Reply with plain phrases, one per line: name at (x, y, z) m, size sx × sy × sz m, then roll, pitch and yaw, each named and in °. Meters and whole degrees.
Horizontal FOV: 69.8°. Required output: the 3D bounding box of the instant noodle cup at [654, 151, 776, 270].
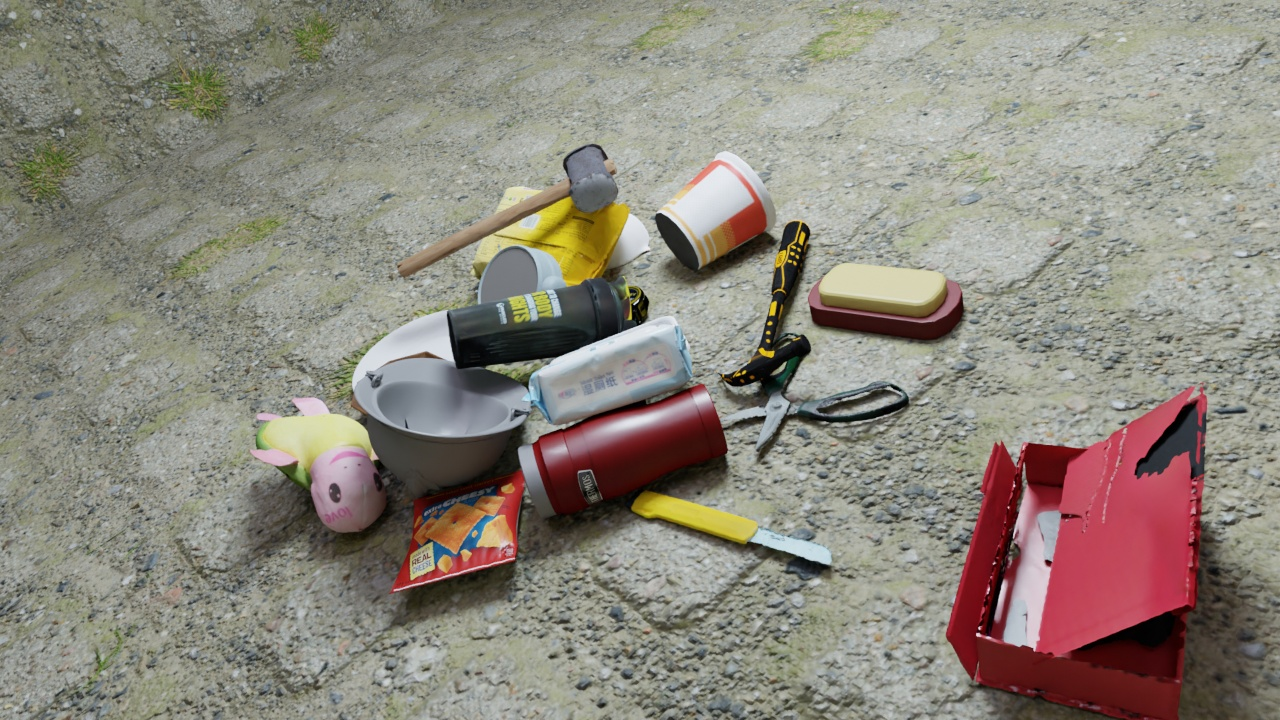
instant noodle cup at (0.096, -0.194, 1.236) m, size 0.121 × 0.123 × 0.123 m, roll -37°, pitch 38°, yaw -11°

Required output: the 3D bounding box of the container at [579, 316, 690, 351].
container at (-0.006, 0.006, 1.065) m, size 0.129 × 0.049 × 0.080 m, roll -21°, pitch 35°, yaw -2°

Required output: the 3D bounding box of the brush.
brush at (0.274, -0.073, 1.041) m, size 0.174 × 0.042 × 0.082 m, roll 11°, pitch 45°, yaw 37°

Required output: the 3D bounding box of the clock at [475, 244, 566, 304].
clock at (-0.153, -0.085, 1.210) m, size 0.159 × 0.045 × 0.123 m, roll 38°, pitch 105°, yaw 39°

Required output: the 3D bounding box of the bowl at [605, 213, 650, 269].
bowl at (-0.048, -0.184, 1.342) m, size 0.115 × 0.051 × 0.114 m, roll -13°, pitch 35°, yaw 9°

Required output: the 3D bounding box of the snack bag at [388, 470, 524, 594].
snack bag at (-0.181, 0.173, 0.935) m, size 0.131 × 0.039 × 0.143 m, roll -16°, pitch 29°, yaw 7°

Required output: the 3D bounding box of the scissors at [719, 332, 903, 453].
scissors at (0.186, 0.033, 0.967) m, size 0.205 × 0.015 × 0.201 m, roll 3°, pitch 41°, yaw 27°

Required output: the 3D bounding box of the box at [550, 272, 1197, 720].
box at (0.191, 0.080, 0.716) m, size 0.478 × 0.172 × 0.213 m, roll 33°, pitch 50°, yaw 4°

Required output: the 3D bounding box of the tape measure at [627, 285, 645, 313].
tape measure at (-0.019, -0.068, 1.187) m, size 0.062 × 0.034 × 0.061 m, roll 4°, pitch 44°, yaw 29°

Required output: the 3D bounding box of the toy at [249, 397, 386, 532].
toy at (-0.363, 0.110, 1.061) m, size 0.189 × 0.088 × 0.238 m, roll 0°, pitch 26°, yaw -47°

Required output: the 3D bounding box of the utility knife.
utility knife at (0.077, 0.154, 0.853) m, size 0.225 × 0.019 × 0.030 m, roll 8°, pitch 48°, yaw 40°

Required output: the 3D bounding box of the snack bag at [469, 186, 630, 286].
snack bag at (-0.133, -0.169, 1.300) m, size 0.248 × 0.068 × 0.159 m, roll 15°, pitch 74°, yaw 40°

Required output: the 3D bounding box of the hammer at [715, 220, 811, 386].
hammer at (0.164, -0.078, 1.096) m, size 0.124 × 0.036 × 0.319 m, roll -28°, pitch 23°, yaw 33°

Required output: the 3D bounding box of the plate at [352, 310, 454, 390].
plate at (-0.291, -0.003, 1.247) m, size 0.209 × 0.015 × 0.208 m, roll -13°, pitch 35°, yaw 9°

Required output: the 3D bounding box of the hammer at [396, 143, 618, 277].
hammer at (-0.182, -0.192, 1.239) m, size 0.329 × 0.052 × 0.098 m, roll -24°, pitch 40°, yaw 8°

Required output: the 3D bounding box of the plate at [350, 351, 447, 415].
plate at (-0.297, 0.037, 1.152) m, size 0.131 × 0.025 × 0.131 m, roll -12°, pitch 33°, yaw 8°

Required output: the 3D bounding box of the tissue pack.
tissue pack at (-0.035, 0.014, 0.961) m, size 0.182 × 0.070 × 0.112 m, roll -18°, pitch 4°, yaw -2°

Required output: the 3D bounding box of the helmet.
helmet at (-0.222, 0.085, 1.014) m, size 0.183 × 0.118 × 0.271 m, roll 14°, pitch 13°, yaw 0°

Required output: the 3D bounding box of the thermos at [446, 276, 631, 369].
thermos at (-0.117, -0.041, 1.105) m, size 0.220 × 0.098 × 0.098 m, roll -10°, pitch 32°, yaw -16°

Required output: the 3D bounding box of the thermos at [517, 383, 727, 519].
thermos at (-0.021, 0.085, 0.937) m, size 0.198 × 0.084 × 0.108 m, roll -19°, pitch 36°, yaw -3°
